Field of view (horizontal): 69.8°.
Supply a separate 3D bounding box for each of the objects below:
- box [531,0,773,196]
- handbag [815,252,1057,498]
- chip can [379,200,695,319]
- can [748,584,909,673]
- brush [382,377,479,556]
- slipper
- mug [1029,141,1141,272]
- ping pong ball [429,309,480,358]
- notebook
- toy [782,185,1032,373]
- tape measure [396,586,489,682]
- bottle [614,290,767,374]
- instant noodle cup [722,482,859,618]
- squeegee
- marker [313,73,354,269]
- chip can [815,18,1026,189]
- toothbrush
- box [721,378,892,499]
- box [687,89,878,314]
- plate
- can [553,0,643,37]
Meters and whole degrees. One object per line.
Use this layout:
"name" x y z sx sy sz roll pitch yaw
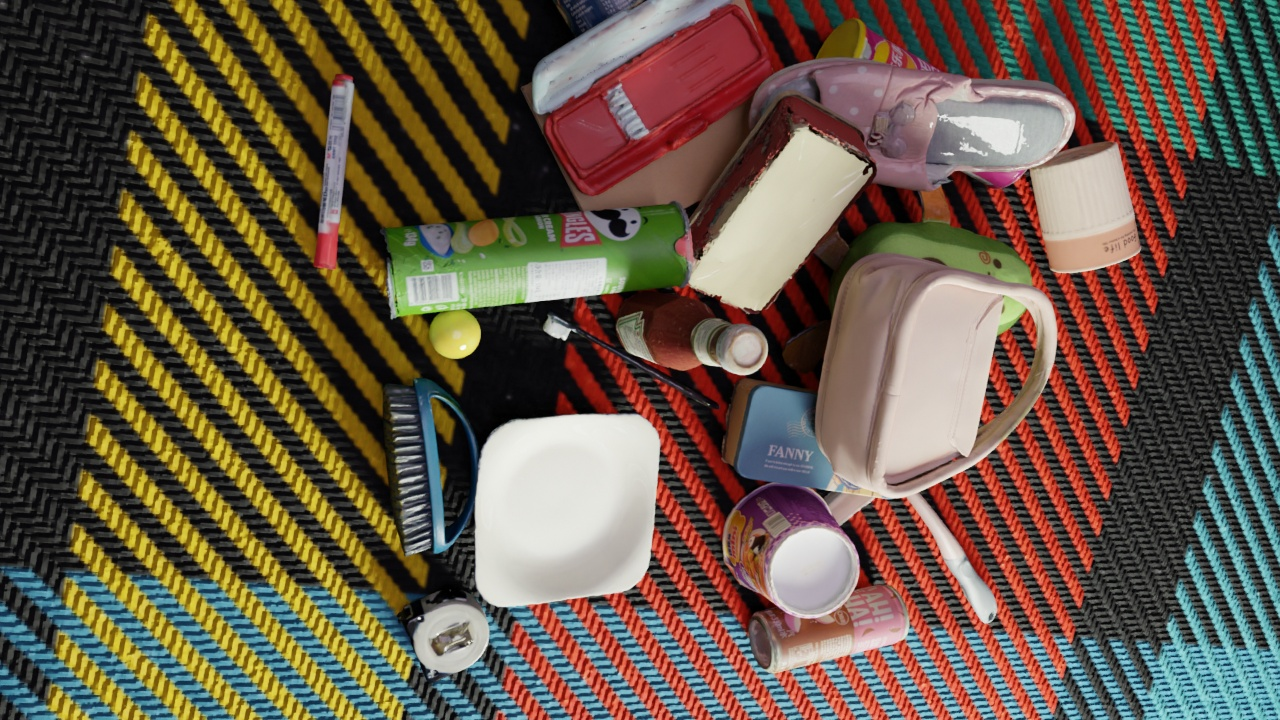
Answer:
"box" 0.016 -0.226 0.714 0.201 0.098 0.119 -35 105 -11
"handbag" 0.270 0.008 0.783 0.233 0.093 0.193 -4 111 -26
"chip can" -0.080 -0.080 0.719 0.235 0.072 0.072 -8 101 -14
"can" 0.180 0.256 0.880 0.147 0.058 0.058 -7 101 -18
"brush" -0.165 0.084 0.733 0.073 0.055 0.144 -8 101 -18
"slipper" 0.226 -0.192 0.763 0.274 0.054 0.114 3 139 -5
"mug" 0.439 -0.155 0.898 0.114 0.082 0.106 -31 108 -40
"ping pong ball" -0.148 -0.022 0.730 0.040 0.040 0.040 -3 100 -19
"notebook" 0.025 -0.206 0.776 0.211 0.012 0.149 -30 106 -12
"toy" 0.251 -0.064 0.836 0.246 0.090 0.227 -4 103 -16
"tape measure" -0.161 0.226 0.769 0.066 0.033 0.066 -24 107 -14
"bottle" 0.037 -0.020 0.706 0.059 0.206 0.060 -3 98 -19
"instant noodle cup" 0.139 0.174 0.821 0.111 0.099 0.111 -1 98 -10
"squeegee" 0.306 0.185 0.924 0.247 0.040 0.249 -40 110 -9
"marker" -0.232 -0.142 0.694 0.017 0.017 0.145 6 97 -20
"chip can" 0.256 -0.226 0.822 0.210 0.071 0.071 20 92 -22
"toothbrush" -0.005 0.005 0.798 0.181 0.015 0.018 27 95 -20
"box" 0.156 0.069 0.837 0.184 0.060 0.090 8 96 -18
"box" 0.105 -0.120 0.740 0.091 0.076 0.169 22 126 -21
"plate" -0.065 0.122 0.778 0.164 0.034 0.164 0 101 -27
"can" -0.045 -0.310 0.700 0.075 0.075 0.111 -38 109 -10
